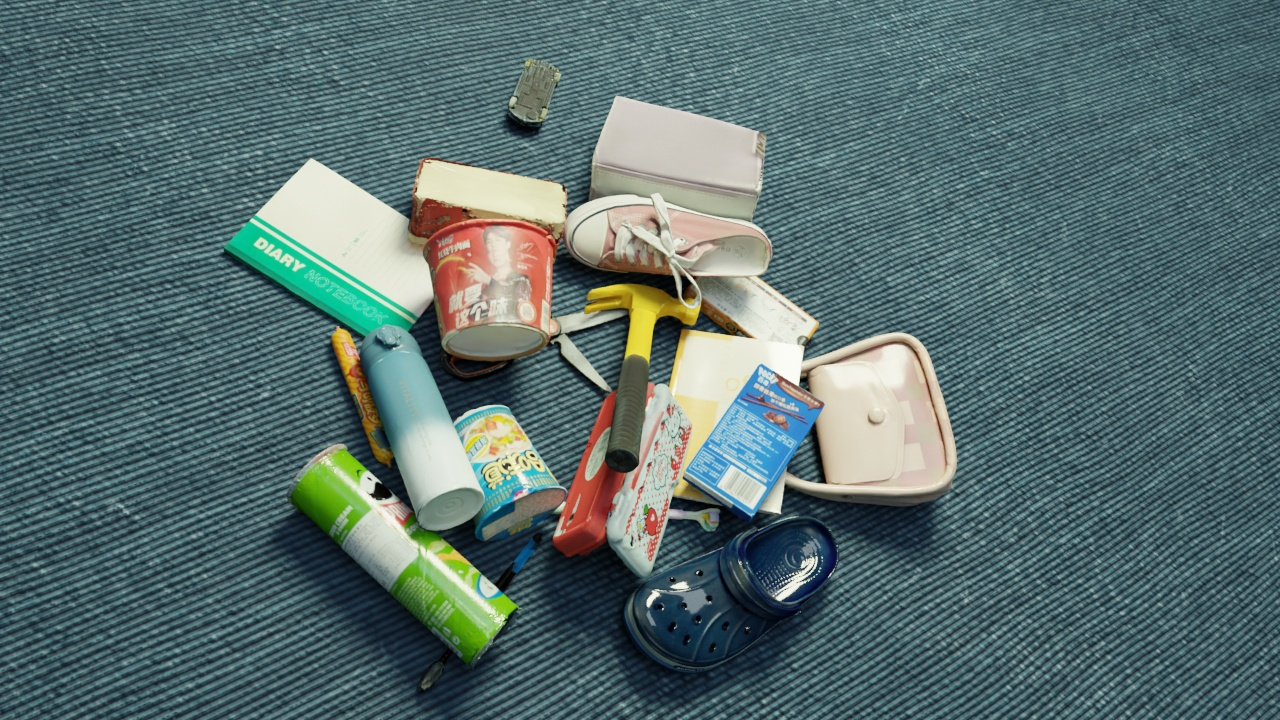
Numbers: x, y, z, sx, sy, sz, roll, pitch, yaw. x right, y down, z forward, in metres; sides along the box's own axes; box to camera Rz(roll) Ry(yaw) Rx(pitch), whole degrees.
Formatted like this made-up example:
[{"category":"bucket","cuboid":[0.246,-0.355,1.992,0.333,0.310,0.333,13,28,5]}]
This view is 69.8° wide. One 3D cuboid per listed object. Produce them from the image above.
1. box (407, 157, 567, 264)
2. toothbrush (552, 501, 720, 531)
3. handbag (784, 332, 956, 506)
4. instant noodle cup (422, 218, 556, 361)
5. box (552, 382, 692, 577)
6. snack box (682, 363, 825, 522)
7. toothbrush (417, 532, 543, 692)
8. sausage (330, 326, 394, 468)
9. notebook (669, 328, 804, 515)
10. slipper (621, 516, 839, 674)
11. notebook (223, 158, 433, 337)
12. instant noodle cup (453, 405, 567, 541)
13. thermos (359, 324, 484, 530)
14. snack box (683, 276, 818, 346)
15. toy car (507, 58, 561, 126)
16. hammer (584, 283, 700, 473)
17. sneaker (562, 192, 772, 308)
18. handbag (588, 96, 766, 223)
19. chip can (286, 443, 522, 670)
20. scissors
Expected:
[{"category":"box","cuboid":[-0.168,-0.171,1.023,0.168,0.078,0.091,9,44,-12]},{"category":"toothbrush","cuboid":[-0.009,0.160,0.960,0.189,0.029,0.020,6,22,-12]},{"category":"handbag","cuboid":[0.227,0.074,1.046,0.234,0.093,0.193,-4,67,-6]},{"category":"instant noodle cup","cuboid":[-0.151,-0.067,0.940,0.137,0.138,0.108,0,70,-17]},{"category":"box","cuboid":[-0.003,0.121,0.935,0.100,0.096,0.200,36,48,-19]},{"category":"snack box","cuboid":[0.121,0.085,0.973,0.084,0.026,0.156,32,65,12]},{"category":"toothbrush","cuboid":[-0.150,0.238,0.883,0.014,0.016,0.189,38,60,2]},{"category":"sausage","cuboid":[-0.283,0.036,0.935,0.021,0.021,0.165,-19,72,-24]},{"category":"notebook","cuboid":[0.097,0.063,1.017,0.146,0.010,0.205,9,62,10]},{"category":"slipper","cuboid":[0.106,0.229,0.921,0.252,0.095,0.105,-19,70,-27]},{"category":"notebook","cuboid":[-0.319,-0.117,1.004,0.209,0.012,0.150,32,61,-1]},{"category":"instant noodle cup","cuboid":[-0.139,0.106,0.909,0.099,0.099,0.110,-19,64,-24]},{"category":"thermos","cuboid":[-0.217,0.058,0.886,0.070,0.070,0.220,-16,54,-23]},{"category":"snack box","cuboid":[0.133,-0.060,1.103,0.154,0.026,0.075,37,61,3]},{"category":"toy car","cuboid":[-0.134,-0.332,1.149,0.049,0.031,0.105,18,60,-7]},{"category":"hammer","cuboid":[-0.006,0.006,0.943,0.129,0.033,0.300,12,35,-3]},{"category":"sneaker","cuboid":[0.030,-0.129,1.027,0.241,0.118,0.087,8,20,0]},{"category":"handbag","cuboid":[0.046,-0.233,1.104,0.197,0.099,0.144,12,54,2]},{"category":"chip can","cuboid":[-0.218,0.180,0.848,0.236,0.072,0.072,40,61,9]},{"category":"scissors","cuboid":[-0.121,-0.041,1.020,0.220,0.022,0.233,-32,77,-27]}]
